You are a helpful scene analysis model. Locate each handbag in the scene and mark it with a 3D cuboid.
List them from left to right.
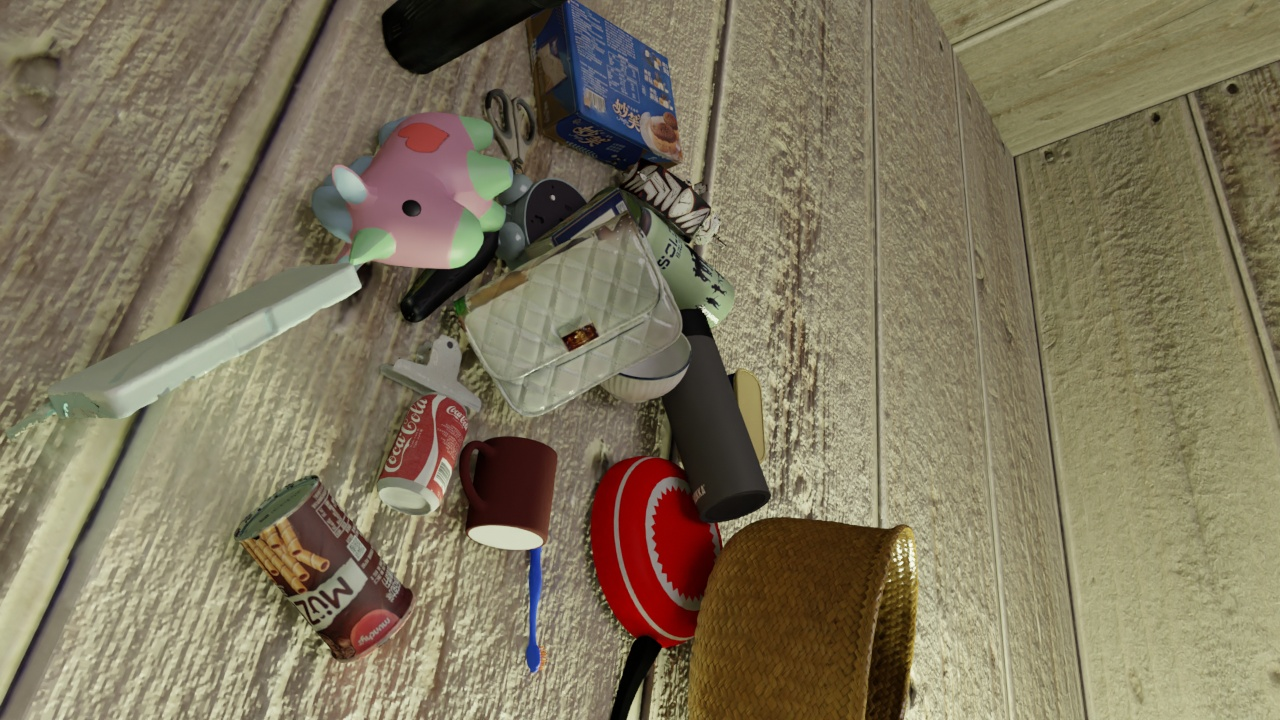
[{"bbox_3d":[-0.063,-0.040,0.873,0.139,0.195,0.072,61,0,-16],"label":"handbag"}]

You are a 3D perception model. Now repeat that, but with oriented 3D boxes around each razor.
[{"bbox_3d":[-0.182,-0.095,0.860,0.067,0.054,0.151,45,49,-17],"label":"razor"}]

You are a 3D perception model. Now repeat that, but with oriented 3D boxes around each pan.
[{"bbox_3d":[0.013,0.264,0.967,0.209,0.067,0.355,44,40,-36],"label":"pan"}]

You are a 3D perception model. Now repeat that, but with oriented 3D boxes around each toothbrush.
[{"bbox_3d":[-0.098,0.201,0.871,0.018,0.016,0.182,28,54,-52],"label":"toothbrush"}]

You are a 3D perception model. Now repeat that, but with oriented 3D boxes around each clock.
[{"bbox_3d":[-0.104,-0.134,0.975,0.159,0.045,0.122,26,60,-46],"label":"clock"},{"bbox_3d":[0.051,-0.193,1.144,0.154,0.115,0.065,36,90,-18],"label":"clock"}]

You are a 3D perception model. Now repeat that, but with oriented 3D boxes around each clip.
[{"bbox_3d":[-0.178,0.005,0.824,0.101,0.050,0.058,34,63,-44],"label":"clip"}]

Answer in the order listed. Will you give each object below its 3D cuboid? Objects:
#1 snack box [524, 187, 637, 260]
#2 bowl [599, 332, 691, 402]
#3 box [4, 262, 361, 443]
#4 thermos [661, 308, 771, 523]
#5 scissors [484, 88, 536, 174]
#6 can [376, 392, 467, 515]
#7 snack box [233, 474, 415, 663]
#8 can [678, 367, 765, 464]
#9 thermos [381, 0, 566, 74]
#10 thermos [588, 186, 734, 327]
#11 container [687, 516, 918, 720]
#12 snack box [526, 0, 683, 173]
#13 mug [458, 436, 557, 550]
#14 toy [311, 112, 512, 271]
[{"bbox_3d":[-0.039,-0.089,0.971,0.144,0.043,0.144,-45,115,-47],"label":"snack box"},{"bbox_3d":[-0.006,0.006,1.023,0.117,0.118,0.062,-54,160,-49],"label":"bowl"},{"bbox_3d":[-0.289,-0.012,0.591,0.196,0.135,0.041,-44,122,-53],"label":"box"},{"bbox_3d":[0.072,0.059,1.057,0.082,0.082,0.240,21,43,-49],"label":"thermos"},{"bbox_3d":[-0.143,-0.218,0.995,0.121,0.013,0.170,40,50,-40],"label":"scissors"},{"bbox_3d":[-0.182,0.078,0.775,0.054,0.054,0.096,45,43,-34],"label":"can"},{"bbox_3d":[-0.227,0.151,0.665,0.121,0.072,0.072,58,37,-19],"label":"snack box"},{"bbox_3d":[0.097,0.077,1.128,0.056,0.092,0.116,26,56,-47],"label":"can"},{"bbox_3d":[-0.147,-0.345,0.858,0.098,0.221,0.098,27,55,-47],"label":"thermos"},{"bbox_3d":[0.021,-0.126,1.129,0.231,0.083,0.082,35,49,-41],"label":"thermos"},{"bbox_3d":[0.177,0.317,0.990,0.306,0.197,0.307,7,90,-66],"label":"container"},{"bbox_3d":[-0.040,-0.329,1.133,0.202,0.069,0.155,10,68,-52],"label":"snack box"},{"bbox_3d":[-0.125,0.114,0.818,0.105,0.073,0.082,39,46,-46],"label":"mug"},{"bbox_3d":[-0.203,-0.156,0.806,0.171,0.120,0.222,-4,45,-25],"label":"toy"}]
